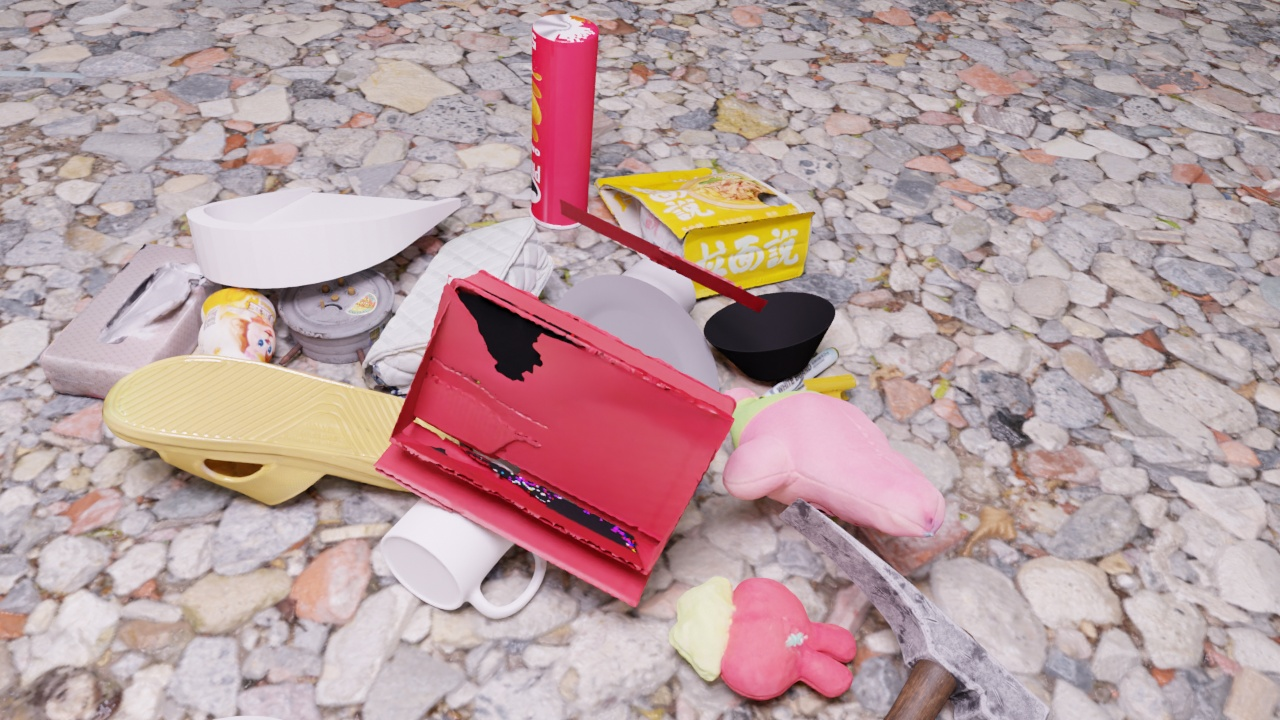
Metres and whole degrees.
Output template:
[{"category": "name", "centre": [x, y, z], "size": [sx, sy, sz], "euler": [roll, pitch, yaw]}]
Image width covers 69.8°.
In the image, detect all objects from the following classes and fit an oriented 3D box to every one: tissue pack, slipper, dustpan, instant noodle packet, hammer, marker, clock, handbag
[{"category": "tissue pack", "centre": [-0.447, -0.045, 0.838], "size": [0.104, 0.071, 0.181], "euler": [8, 39, 2]}, {"category": "slipper", "centre": [-0.280, 0.064, 0.735], "size": [0.263, 0.079, 0.099], "euler": [13, 40, -19]}, {"category": "dustpan", "centre": [-0.320, -0.145, 0.904], "size": [0.192, 0.053, 0.257], "euler": [6, 28, 12]}, {"category": "instant noodle packet", "centre": [0.064, -0.169, 1.034], "size": [0.162, 0.084, 0.221], "euler": [-15, 40, -24]}, {"category": "hammer", "centre": [0.103, 0.251, 0.570], "size": [0.217, 0.037, 0.299], "euler": [42, 56, 10]}, {"category": "marker", "centre": [0.141, 0.023, 0.871], "size": [0.017, 0.017, 0.146], "euler": [36, 50, 28]}, {"category": "clock", "centre": [-0.283, -0.056, 0.874], "size": [0.104, 0.056, 0.147], "euler": [5, 45, -1]}, {"category": "handbag", "centre": [-0.164, -0.047, 0.854], "size": [0.139, 0.072, 0.194], "euler": [-11, 36, 27]}]

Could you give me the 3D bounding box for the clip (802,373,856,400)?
[{"category": "clip", "centre": [0.176, 0.038, 0.857], "size": [0.054, 0.046, 0.048], "euler": [-6, 11, -15]}]

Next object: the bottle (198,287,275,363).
[{"category": "bottle", "centre": [-0.357, -0.012, 0.813], "size": [0.063, 0.063, 0.108], "euler": [-6, 52, -14]}]

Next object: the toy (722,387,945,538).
[{"category": "toy", "centre": [0.153, 0.082, 0.722], "size": [0.191, 0.097, 0.237], "euler": [5, 14, -24]}]

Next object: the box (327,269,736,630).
[{"category": "box", "centre": [-0.099, 0.122, 0.559], "size": [0.213, 0.148, 0.373], "euler": [28, 50, 2]}]

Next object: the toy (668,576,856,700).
[{"category": "toy", "centre": [0.088, 0.198, 0.652], "size": [0.135, 0.045, 0.091], "euler": [13, 47, 0]}]

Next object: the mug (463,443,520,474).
[{"category": "mug", "centre": [-0.112, 0.050, 0.776], "size": [0.106, 0.073, 0.082], "euler": [-8, 39, 20]}]

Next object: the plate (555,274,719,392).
[{"category": "plate", "centre": [-0.005, 0.005, 0.818], "size": [0.178, 0.012, 0.178], "euler": [17, 58, -28]}]

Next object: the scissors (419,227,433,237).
[{"category": "scissors", "centre": [-0.306, -0.129, 0.949], "size": [0.170, 0.013, 0.176], "euler": [-22, 33, -36]}]

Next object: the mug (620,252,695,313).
[{"category": "mug", "centre": [0.010, -0.039, 0.895], "size": [0.089, 0.071, 0.107], "euler": [-38, 86, -30]}]

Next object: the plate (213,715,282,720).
[{"category": "plate", "centre": [-0.252, 0.280, 0.527], "size": [0.174, 0.036, 0.173], "euler": [4, 42, -3]}]

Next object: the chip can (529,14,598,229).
[{"category": "chip can", "centre": [-0.085, -0.252, 0.990], "size": [0.069, 0.221, 0.069], "euler": [4, 43, -4]}]

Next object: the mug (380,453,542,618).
[{"category": "mug", "centre": [-0.121, 0.138, 0.682], "size": [0.110, 0.074, 0.090], "euler": [42, 48, -1]}]

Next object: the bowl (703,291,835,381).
[{"category": "bowl", "centre": [0.125, -0.015, 0.873], "size": [0.124, 0.052, 0.124], "euler": [-11, 26, 5]}]
